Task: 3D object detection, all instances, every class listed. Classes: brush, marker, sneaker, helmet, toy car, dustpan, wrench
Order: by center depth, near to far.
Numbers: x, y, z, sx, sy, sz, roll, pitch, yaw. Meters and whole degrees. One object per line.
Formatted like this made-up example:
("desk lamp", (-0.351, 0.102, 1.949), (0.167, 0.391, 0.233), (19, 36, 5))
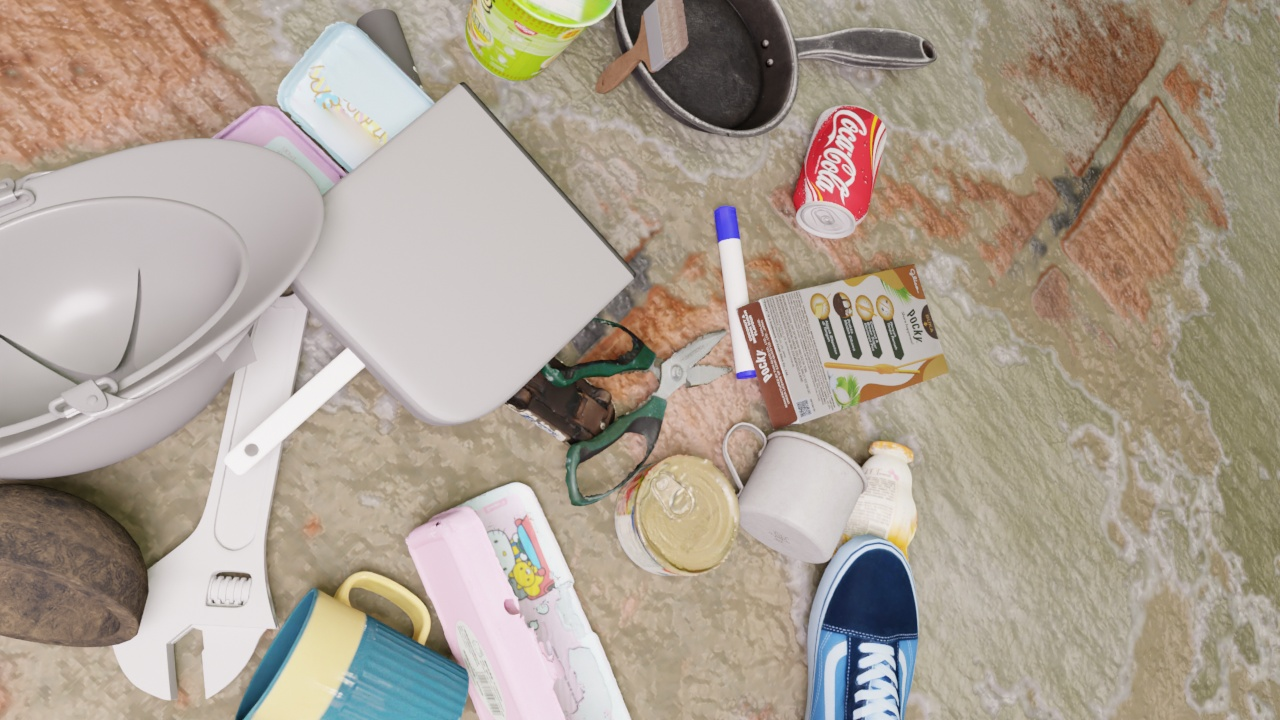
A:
("helmet", (-0.293, -0.007, 0.505), (0.270, 0.118, 0.183), (-29, 59, -20))
("dustpan", (-0.146, -0.026, 0.556), (0.163, 0.033, 0.257), (47, 71, -9))
("wrench", (-0.250, 0.061, 0.558), (0.086, 0.018, 0.272), (6, 71, -11))
("sneaker", (0.164, 0.248, 0.642), (0.083, 0.098, 0.241), (13, 85, -14))
("toy car", (-0.063, 0.027, 0.652), (0.113, 0.041, 0.048), (39, 62, -33))
("brush", (-0.004, -0.227, 0.680), (0.008, 0.143, 0.045), (-7, 89, -26))
("marker", (0.078, -0.056, 0.748), (0.020, 0.020, 0.141), (-1, 78, -26))

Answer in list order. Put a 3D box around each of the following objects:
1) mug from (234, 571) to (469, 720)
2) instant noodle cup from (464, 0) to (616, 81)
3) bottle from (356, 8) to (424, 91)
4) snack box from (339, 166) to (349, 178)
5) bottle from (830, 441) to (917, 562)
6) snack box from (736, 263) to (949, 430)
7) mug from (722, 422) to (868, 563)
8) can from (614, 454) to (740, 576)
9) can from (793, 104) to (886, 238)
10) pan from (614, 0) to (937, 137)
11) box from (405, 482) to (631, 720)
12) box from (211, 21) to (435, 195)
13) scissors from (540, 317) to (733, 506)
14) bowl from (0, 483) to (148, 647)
("mug", (-0.162, 0.183, 0.545), (0.107, 0.083, 0.113), (32, 38, -16))
("instant noodle cup", (-0.080, -0.262, 0.671), (0.098, 0.108, 0.098), (6, 75, -24))
("bottle", (-0.170, -0.191, 0.655), (0.030, 0.030, 0.113), (-18, 86, -28))
("snack box", (-0.170, -0.063, 0.622), (0.050, 0.032, 0.141), (-34, 93, -28))
("bottle", (0.190, 0.120, 0.735), (0.063, 0.063, 0.108), (27, 68, -18))
("snack box", (0.173, -0.015, 0.765), (0.185, 0.032, 0.101), (-14, 86, -34))
("mug", (0.107, 0.097, 0.698), (0.113, 0.084, 0.070), (26, 67, 13))
("can", (0.026, 0.113, 0.669), (0.086, 0.043, 0.086), (7, 75, -25))
("can", (0.172, -0.163, 0.795), (0.064, 0.064, 0.104), (26, 68, -18))
("pan", (0.126, -0.278, 0.808), (0.356, 0.055, 0.187), (-6, 80, -34))
("box", (-0.063, 0.179, 0.593), (0.102, 0.087, 0.201), (-21, 87, -41))
("box", (-0.159, -0.092, 0.588), (0.214, 0.049, 0.149), (44, 83, -10))
("scissors", (-0.003, -0.001, 0.672), (0.209, 0.015, 0.147), (-39, 110, -38))
("bowl", (-0.312, 0.098, 0.473), (0.121, 0.122, 0.056), (21, 50, -20))
